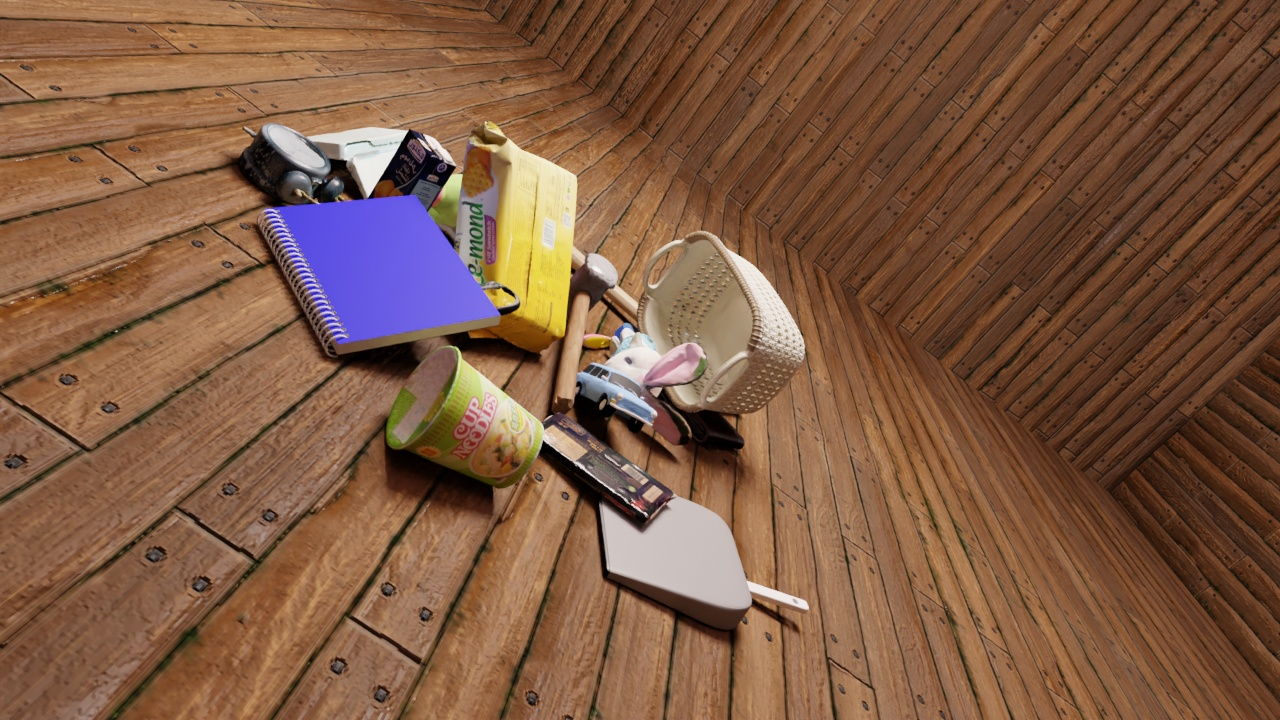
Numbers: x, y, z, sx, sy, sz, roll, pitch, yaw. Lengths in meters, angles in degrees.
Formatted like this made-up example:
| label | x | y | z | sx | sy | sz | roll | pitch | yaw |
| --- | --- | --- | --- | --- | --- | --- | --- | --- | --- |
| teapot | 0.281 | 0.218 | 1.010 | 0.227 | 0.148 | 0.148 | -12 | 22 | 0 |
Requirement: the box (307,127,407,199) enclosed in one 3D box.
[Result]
| label | x | y | z | sx | sy | sz | roll | pitch | yaw |
| --- | --- | --- | --- | --- | --- | --- | --- | --- | --- |
| box | -0.353 | -0.261 | 1.207 | 0.125 | 0.075 | 0.197 | 57 | 20 | -9 |

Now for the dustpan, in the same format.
| label | x | y | z | sx | sy | sz | roll | pitch | yaw |
| --- | --- | --- | --- | --- | --- | --- | --- | --- | --- |
| dustpan | 0.067 | 0.206 | 0.927 | 0.257 | 0.033 | 0.163 | 22 | 23 | -18 |

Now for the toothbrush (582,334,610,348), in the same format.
| label | x | y | z | sx | sy | sz | roll | pitch | yaw |
| --- | --- | --- | --- | --- | --- | --- | --- | --- | --- |
| toothbrush | -0.047 | -0.026 | 1.256 | 0.016 | 0.021 | 0.135 | 42 | 16 | 17 |

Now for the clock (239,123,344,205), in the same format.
| label | x | y | z | sx | sy | sz | roll | pitch | yaw |
| --- | --- | --- | --- | --- | --- | --- | --- | --- | --- |
| clock | -0.382 | -0.207 | 1.014 | 0.129 | 0.052 | 0.090 | 47 | 20 | 11 |

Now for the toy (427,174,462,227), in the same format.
| label | x | y | z | sx | sy | sz | roll | pitch | yaw |
| --- | --- | --- | --- | --- | --- | --- | --- | --- | --- |
| toy | -0.193 | -0.171 | 1.192 | 0.236 | 0.097 | 0.192 | 34 | -2 | -22 |

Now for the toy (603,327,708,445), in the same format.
| label | x | y | z | sx | sy | sz | roll | pitch | yaw |
| --- | --- | --- | --- | --- | --- | --- | --- | --- | --- |
| toy | -0.007 | 0.007 | 1.153 | 0.105 | 0.131 | 0.205 | 6 | 22 | -25 |

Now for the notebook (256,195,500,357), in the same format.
| label | x | y | z | sx | sy | sz | roll | pitch | yaw |
| --- | --- | --- | --- | --- | --- | --- | --- | --- | --- |
| notebook | -0.262 | -0.092 | 0.909 | 0.171 | 0.022 | 0.209 | -13 | 50 | -34 |

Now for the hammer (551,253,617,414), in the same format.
| label | x | y | z | sx | sy | sz | roll | pitch | yaw |
| --- | --- | --- | --- | --- | --- | --- | --- | --- | --- |
| hammer | -0.081 | -0.029 | 1.124 | 0.052 | 0.098 | 0.327 | 35 | 26 | -17 |

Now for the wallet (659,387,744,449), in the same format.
| label | x | y | z | sx | sy | sz | roll | pitch | yaw |
| --- | --- | --- | --- | --- | --- | --- | --- | --- | --- |
| wallet | 0.082 | 0.071 | 1.256 | 0.099 | 0.031 | 0.120 | 18 | 26 | -52 |

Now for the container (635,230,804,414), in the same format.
| label | x | y | z | sx | sy | sz | roll | pitch | yaw |
| --- | --- | --- | --- | --- | --- | --- | --- | --- | --- |
| container | 0.105 | -0.043 | 1.230 | 0.142 | 0.185 | 0.246 | 17 | 35 | -37 |

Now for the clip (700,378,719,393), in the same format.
| label | x | y | z | sx | sy | sz | roll | pitch | yaw |
| --- | --- | --- | --- | --- | --- | --- | --- | --- | --- |
| clip | 0.129 | 0.060 | 1.340 | 0.113 | 0.028 | 0.126 | 43 | 6 | 25 |

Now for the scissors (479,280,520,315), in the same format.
| label | x | y | z | sx | sy | sz | roll | pitch | yaw |
| --- | --- | --- | --- | --- | --- | --- | --- | --- | --- |
| scissors | -0.217 | -0.081 | 0.943 | 0.204 | 0.015 | 0.201 | 13 | 42 | -9 |

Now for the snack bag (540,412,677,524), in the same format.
| label | x | y | z | sx | sy | sz | roll | pitch | yaw |
| --- | --- | --- | --- | --- | --- | --- | --- | --- | --- |
| snack bag | -0.040 | 0.106 | 0.935 | 0.155 | 0.018 | 0.074 | 34 | 22 | 13 |

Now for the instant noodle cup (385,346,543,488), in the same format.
| label | x | y | z | sx | sy | sz | roll | pitch | yaw |
| --- | --- | --- | --- | --- | --- | --- | --- | --- | --- |
| instant noodle cup | -0.145 | 0.056 | 0.789 | 0.108 | 0.099 | 0.098 | 36 | 18 | -31 |

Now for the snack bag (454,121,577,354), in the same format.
| label | x | y | z | sx | sy | sz | roll | pitch | yaw |
| --- | --- | --- | --- | --- | --- | --- | --- | --- | --- |
| snack bag | -0.139 | -0.133 | 1.059 | 0.068 | 0.247 | 0.159 | -1 | -11 | 30 |

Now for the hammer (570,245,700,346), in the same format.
| label | x | y | z | sx | sy | sz | roll | pitch | yaw |
| --- | --- | --- | --- | --- | --- | --- | --- | --- | --- |
| hammer | -0.026 | -0.092 | 1.408 | 0.323 | 0.051 | 0.117 | 41 | 22 | 16 |

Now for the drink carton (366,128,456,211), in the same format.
| label | x | y | z | sx | sy | sz | roll | pitch | yaw |
| --- | --- | --- | --- | --- | --- | --- | --- | --- | --- |
| drink carton | -0.272 | -0.197 | 1.064 | 0.040 | 0.130 | 0.064 | 11 | 33 | -52 |

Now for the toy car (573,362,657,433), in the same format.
| label | x | y | z | sx | sy | sz | roll | pitch | yaw |
| --- | --- | --- | --- | --- | --- | --- | --- | --- | --- |
| toy car | -0.031 | 0.039 | 1.033 | 0.056 | 0.054 | 0.153 | 29 | -4 | -25 |

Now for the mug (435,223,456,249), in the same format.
| label | x | y | z | sx | sy | sz | roll | pitch | yaw |
| --- | --- | --- | --- | --- | --- | --- | --- | --- | --- |
| mug | -0.223 | -0.122 | 1.088 | 0.105 | 0.073 | 0.089 | 19 | 9 | 29 |

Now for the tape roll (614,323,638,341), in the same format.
| label | x | y | z | sx | sy | sz | roll | pitch | yaw |
| --- | --- | --- | --- | --- | --- | --- | --- | --- | --- |
| tape roll | 0.002 | -0.011 | 1.285 | 0.091 | 0.016 | 0.093 | 56 | 17 | 20 |
